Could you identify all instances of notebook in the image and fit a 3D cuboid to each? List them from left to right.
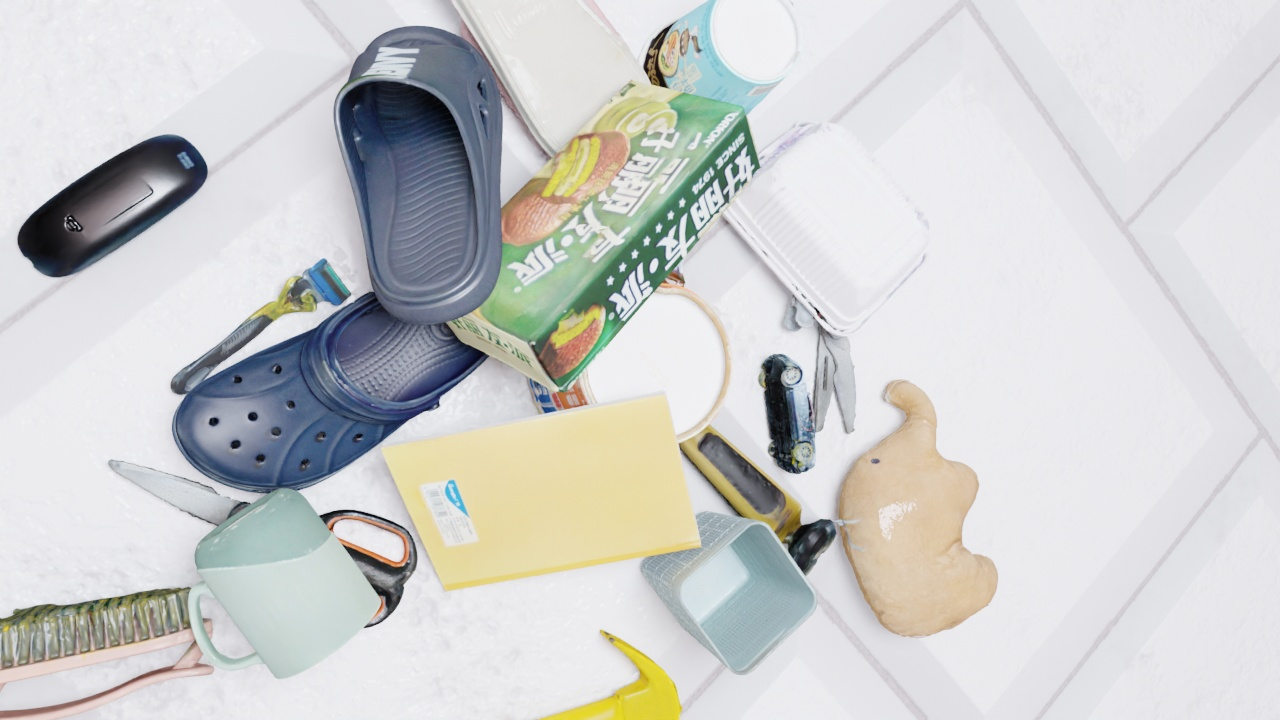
[{"bbox_3d":[-0.068,0.101,0.674,0.206,0.010,0.146,-12,121,5],"label":"notebook"}]

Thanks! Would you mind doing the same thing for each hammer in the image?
[{"bbox_3d":[-0.109,0.302,0.717,0.300,0.033,0.129,-11,92,-18],"label":"hammer"}]

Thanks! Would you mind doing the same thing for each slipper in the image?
[{"bbox_3d":[-0.203,0.014,0.663,0.252,0.095,0.105,-31,96,-20],"label":"slipper"},{"bbox_3d":[-0.151,-0.152,0.627,0.111,0.083,0.267,-12,60,1],"label":"slipper"},{"bbox_3d":[-0.080,-0.256,0.726,0.114,0.054,0.274,-42,111,-10],"label":"slipper"}]

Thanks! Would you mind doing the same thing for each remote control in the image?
[{"bbox_3d":[-0.370,-0.111,0.644,0.136,0.024,0.053,-41,102,-15],"label":"remote control"}]

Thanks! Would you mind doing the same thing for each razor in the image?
[{"bbox_3d":[-0.283,-0.023,0.674,0.142,0.022,0.043,-39,144,-12],"label":"razor"},{"bbox_3d":[0.097,0.113,0.776,0.167,0.068,0.062,45,75,-6],"label":"razor"}]

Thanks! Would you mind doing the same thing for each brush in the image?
[{"bbox_3d":[-0.367,0.197,0.619,0.145,0.063,0.073,-7,87,-20],"label":"brush"}]

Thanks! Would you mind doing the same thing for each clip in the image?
[{"bbox_3d":[0.142,-0.053,0.802,0.024,0.028,0.057,14,80,-17],"label":"clip"}]

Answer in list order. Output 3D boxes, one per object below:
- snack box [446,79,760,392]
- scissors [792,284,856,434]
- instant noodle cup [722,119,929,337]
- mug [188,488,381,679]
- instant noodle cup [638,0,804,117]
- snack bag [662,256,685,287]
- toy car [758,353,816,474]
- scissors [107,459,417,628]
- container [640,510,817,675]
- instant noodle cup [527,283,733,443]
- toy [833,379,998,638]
[{"bbox_3d":[-0.029,-0.097,0.658,0.239,0.114,0.063,-49,141,-19],"label":"snack box"},{"bbox_3d":[0.165,-0.048,0.825,0.214,0.015,0.196,44,76,-13],"label":"scissors"},{"bbox_3d":[0.168,-0.123,0.784,0.137,0.060,0.173,-42,89,-20],"label":"instant noodle cup"},{"bbox_3d":[-0.255,0.157,0.627,0.111,0.082,0.106,-34,102,-9],"label":"mug"},{"bbox_3d":[0.069,-0.247,0.741,0.111,0.121,0.111,1,88,-18],"label":"instant noodle cup"},{"bbox_3d":[0.029,-0.112,0.776,0.048,0.026,0.104,20,82,-5],"label":"snack bag"},{"bbox_3d":[0.130,0.045,0.793,0.031,0.049,0.105,-10,92,-22],"label":"toy car"},{"bbox_3d":[-0.281,0.136,0.669,0.234,0.022,0.125,9,87,-18],"label":"scissors"},{"bbox_3d":[0.065,0.179,0.735,0.090,0.112,0.090,-38,99,-16],"label":"container"},{"bbox_3d":[-0.004,0.004,0.717,0.151,0.111,0.151,1,88,-19],"label":"instant noodle cup"},{"bbox_3d":[0.239,0.132,0.816,0.143,0.083,0.226,-12,89,-24],"label":"toy"}]
